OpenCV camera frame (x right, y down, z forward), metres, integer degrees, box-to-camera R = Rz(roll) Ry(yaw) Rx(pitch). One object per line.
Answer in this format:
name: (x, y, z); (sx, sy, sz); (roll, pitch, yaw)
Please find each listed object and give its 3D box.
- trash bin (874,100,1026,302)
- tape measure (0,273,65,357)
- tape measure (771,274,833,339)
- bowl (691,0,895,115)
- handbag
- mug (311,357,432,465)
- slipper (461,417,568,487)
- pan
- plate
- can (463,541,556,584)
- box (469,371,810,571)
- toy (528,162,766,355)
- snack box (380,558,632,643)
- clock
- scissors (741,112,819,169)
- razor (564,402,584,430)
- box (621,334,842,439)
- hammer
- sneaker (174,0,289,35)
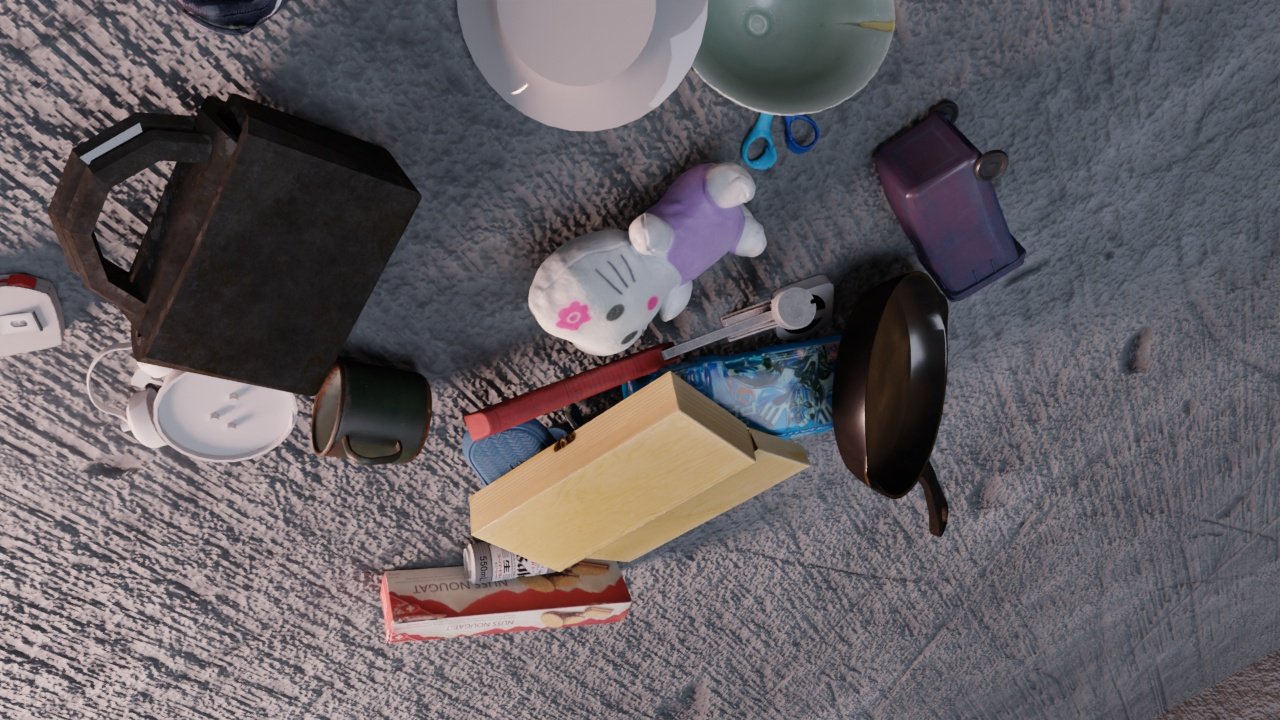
trash bin: (0.291, -0.141, 0.852); (0.092, 0.093, 0.161); (-32, 134, 12)
tape measure: (-0.461, -0.033, 0.673); (0.062, 0.020, 0.060); (-10, 132, -15)
tape measure: (0.164, -0.051, 0.926); (0.065, 0.016, 0.064); (-17, 133, -9)
bowl: (0.094, -0.255, 0.679); (0.174, 0.068, 0.174); (0, 88, -13)
handbag: (-0.294, -0.087, 0.640); (0.199, 0.102, 0.197); (18, 112, -43)
mug: (-0.227, 0.053, 0.784); (0.081, 0.111, 0.085); (11, 119, -32)
slipper: (-0.112, 0.102, 0.914); (0.104, 0.059, 0.214); (-23, 147, 7)
pan: (0.276, 0.069, 0.968); (0.248, 0.043, 0.356); (-56, 136, -32)
plate: (-0.042, -0.240, 0.616); (0.173, 0.019, 0.173); (3, 113, 6)
can: (-0.138, 0.217, 1.009); (0.106, 0.044, 0.044); (-4, 130, -20)
box: (0.007, 0.127, 0.902); (0.248, 0.076, 0.257); (-32, 150, 25)
toy: (0.003, -0.087, 0.776); (0.209, 0.085, 0.138); (-34, 154, -1)
snack box: (-0.146, 0.264, 1.025); (0.272, 0.076, 0.044); (3, 124, -24)
clock: (-0.356, 0.027, 0.741); (0.159, 0.061, 0.120); (9, 124, -30)
scissors: (0.114, -0.224, 0.763); (0.073, 0.016, 0.134); (-16, 128, -3)
razor: (-0.049, 0.092, 0.953); (0.018, 0.043, 0.141); (-12, 131, 19)
box: (0.105, 0.062, 0.947); (0.243, 0.075, 0.167); (-9, 135, -10)
hammer: (-0.005, 0.005, 0.827); (0.315, 0.126, 0.036); (-21, 92, -11)
sneaker: (-0.215, -0.283, 0.473); (0.097, 0.150, 0.253); (3, 126, -25)
